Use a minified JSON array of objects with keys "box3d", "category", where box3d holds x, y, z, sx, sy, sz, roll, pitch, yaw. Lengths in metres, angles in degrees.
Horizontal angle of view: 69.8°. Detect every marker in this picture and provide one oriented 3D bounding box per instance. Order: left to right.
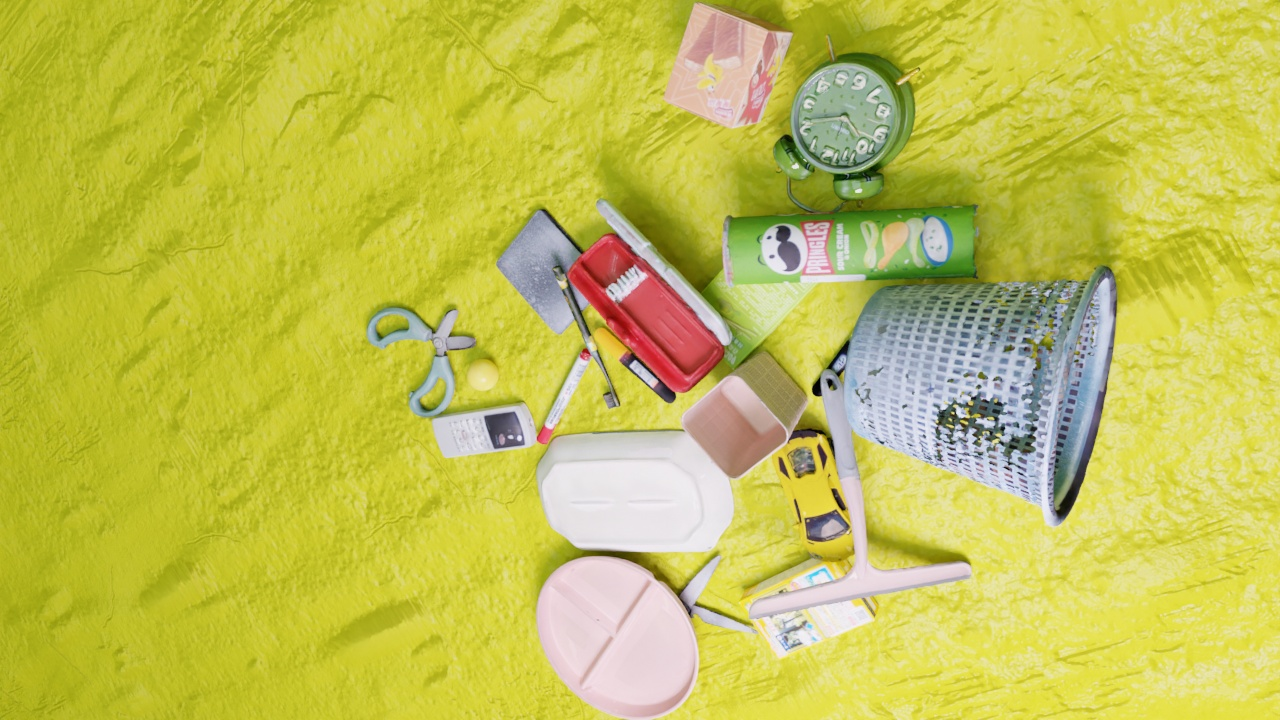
[{"box3d":[-0.094,0.045,1.126,0.017,0.017,0.145,34,118,11],"category":"marker"},{"box3d":[-0.006,0.006,1.073,0.124,0.015,0.018,42,87,4],"category":"marker"},{"box3d":[0.218,-0.008,0.964,0.018,0.015,0.124,39,121,12],"category":"marker"}]

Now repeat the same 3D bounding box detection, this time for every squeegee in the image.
[{"box3d":[0.217,0.132,0.957,0.247,0.040,0.249,-9,90,-6],"category":"squeegee"}]

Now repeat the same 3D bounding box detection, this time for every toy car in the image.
[{"box3d":[0.194,0.148,1.000,0.071,0.041,0.156,-18,92,18],"category":"toy car"}]

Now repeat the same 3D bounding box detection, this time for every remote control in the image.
[{"box3d":[-0.204,0.092,1.191,0.150,0.021,0.058,-10,103,28],"category":"remote control"}]

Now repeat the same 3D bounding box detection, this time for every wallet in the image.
[{"box3d":[-0.105,-0.104,1.081,0.121,0.019,0.097,48,118,5],"category":"wallet"}]

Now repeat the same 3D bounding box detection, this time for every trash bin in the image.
[{"box3d":[0.301,0.017,0.834,0.195,0.225,0.227,12,112,34],"category":"trash bin"}]

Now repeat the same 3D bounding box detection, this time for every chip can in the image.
[{"box3d":[0.200,-0.110,0.884,0.236,0.072,0.072,0,107,15],"category":"chip can"}]

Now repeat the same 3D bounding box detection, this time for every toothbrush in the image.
[{"box3d":[-0.065,-0.025,1.075,0.017,0.012,0.186,-19,107,12],"category":"toothbrush"}]

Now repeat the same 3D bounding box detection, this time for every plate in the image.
[{"box3d":[-0.029,0.351,1.169,0.230,0.028,0.230,8,108,24],"category":"plate"},{"box3d":[-0.018,0.168,1.122,0.266,0.034,0.162,-4,106,26],"category":"plate"}]

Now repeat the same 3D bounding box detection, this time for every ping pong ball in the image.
[{"box3d":[-0.198,0.018,1.152,0.040,0.040,0.040,8,110,22],"category":"ping pong ball"}]

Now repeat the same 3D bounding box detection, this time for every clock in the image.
[{"box3d":[0.193,-0.217,0.880,0.116,0.056,0.161,27,117,16],"category":"clock"}]

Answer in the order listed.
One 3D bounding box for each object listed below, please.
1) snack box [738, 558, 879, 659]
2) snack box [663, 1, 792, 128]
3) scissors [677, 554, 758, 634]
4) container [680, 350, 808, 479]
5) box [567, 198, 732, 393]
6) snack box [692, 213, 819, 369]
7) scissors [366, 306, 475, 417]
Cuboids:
[{"box3d":[0.193,0.283,1.065,0.141,0.033,0.087,-35,91,28],"category":"snack box"},{"box3d":[0.086,-0.285,0.886,0.077,0.092,0.094,27,116,14],"category":"snack box"},{"box3d":[0.034,0.321,1.157,0.234,0.021,0.221,19,115,19],"category":"scissors"},{"box3d":[0.116,0.053,0.977,0.090,0.110,0.090,49,120,3],"category":"container"},{"box3d":[0.003,-0.069,0.970,0.102,0.100,0.201,-44,70,4],"category":"box"},{"box3d":[0.122,-0.072,0.980,0.086,0.026,0.157,44,119,6],"category":"snack box"},{"box3d":[-0.282,0.004,1.201,0.170,0.019,0.181,2,107,23],"category":"scissors"}]
